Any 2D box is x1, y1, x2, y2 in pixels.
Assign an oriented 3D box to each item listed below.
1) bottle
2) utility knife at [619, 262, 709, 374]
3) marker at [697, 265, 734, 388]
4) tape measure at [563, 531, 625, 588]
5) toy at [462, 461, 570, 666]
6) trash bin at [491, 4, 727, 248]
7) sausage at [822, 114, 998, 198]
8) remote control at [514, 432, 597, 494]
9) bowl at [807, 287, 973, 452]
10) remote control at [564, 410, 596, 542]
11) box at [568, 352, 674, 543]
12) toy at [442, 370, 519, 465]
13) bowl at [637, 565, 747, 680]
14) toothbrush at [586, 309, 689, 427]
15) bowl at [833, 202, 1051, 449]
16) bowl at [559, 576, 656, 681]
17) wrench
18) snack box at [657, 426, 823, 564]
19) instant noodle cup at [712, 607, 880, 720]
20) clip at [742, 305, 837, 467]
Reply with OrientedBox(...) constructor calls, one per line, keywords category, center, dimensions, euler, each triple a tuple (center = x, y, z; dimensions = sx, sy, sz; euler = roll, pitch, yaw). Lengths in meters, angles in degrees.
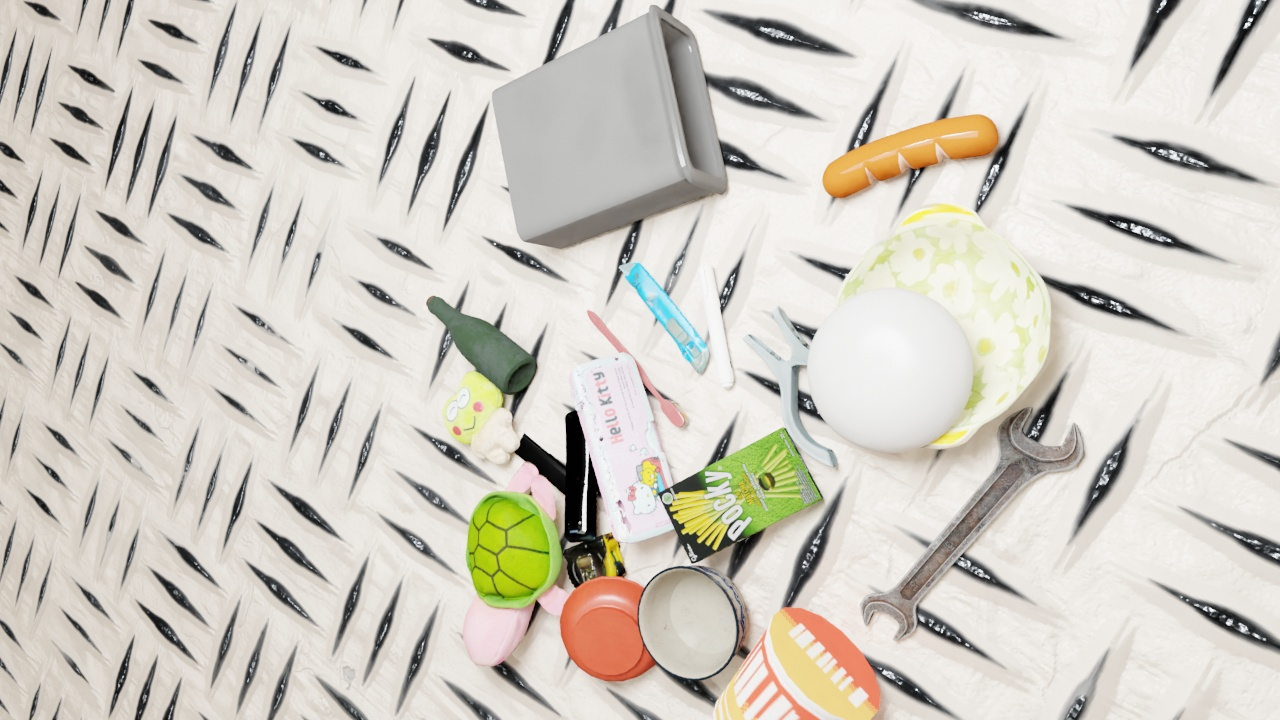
OrientedBox(category="bottle", center=(-0.202, -0.028, 1.116), dimensions=(0.174, 0.055, 0.055), euler=(38, 107, 26))
OrientedBox(category="utility knife", center=(0.027, -0.052, 1.008), dimensions=(0.031, 0.015, 0.158), euler=(-45, 68, 17))
OrientedBox(category="marker", center=(0.080, -0.036, 0.973), dimensions=(0.017, 0.020, 0.133), euler=(-13, 83, 27))
OrientedBox(category="tape measure", center=(-0.053, 0.234, 1.036), dimensions=(0.067, 0.038, 0.062), euler=(-24, 78, 27))
OrientedBox(category="toy", center=(-0.153, 0.237, 1.066), dimensions=(0.190, 0.087, 0.238), euler=(22, 101, 35))
OrientedBox(category="trash bin", center=(-0.038, -0.243, 1.000), dimensions=(0.220, 0.097, 0.191), euler=(-16, 82, 30))
OrientedBox(category="sausage", center=(0.250, -0.194, 0.866), dimensions=(0.165, 0.039, 0.044), euler=(-14, 83, 29))
OrientedBox(category="remote control", center=(-0.103, 0.131, 1.081), dimensions=(0.124, 0.011, 0.028), euler=(36, 106, 25))
OrientedBox(category="bowl", center=(0.214, 0.008, 0.814), dimensions=(0.150, 0.043, 0.149), euler=(-1, 89, 30))
OrientedBox(category="remote control", center=(-0.071, 0.130, 1.045), dimensions=(0.041, 0.020, 0.151), euler=(-13, 69, 31))
OrientedBox(category="box", center=(-0.019, 0.094, 0.988), dimensions=(0.045, 0.086, 0.202), euler=(-28, 77, 62))
OrientedBox(category="toy", center=(-0.191, 0.074, 1.113), dimensions=(0.115, 0.046, 0.092), euler=(47, 113, 19))
OrientedBox(category="bowl", center=(0.061, 0.268, 0.959), dimensions=(0.116, 0.059, 0.115), euler=(0, 89, 30))
OrientedBox(category="toothbrush", center=(-0.006, 0.006, 1.028), dimensions=(0.015, 0.015, 0.184), euler=(-50, 65, 20))
OrientedBox(category="bowl", center=(0.276, -0.030, 0.839), dimensions=(0.189, 0.060, 0.219), euler=(2, 90, 30))
OrientedBox(category="bowl", center=(-0.032, 0.299, 1.000), dimensions=(0.122, 0.035, 0.122), euler=(1, 99, 8))
OrientedBox(category="wrench", center=(0.300, 0.156, 0.851), dimensions=(0.070, 0.010, 0.274), euler=(42, 109, 23))
OrientedBox(category="snack box", center=(0.101, 0.138, 0.936), dimensions=(0.148, 0.025, 0.080), euler=(-30, 75, 12))
OrientedBox(category="instant noodle cup", center=(0.142, 0.327, 0.884), dimensions=(0.123, 0.123, 0.121), euler=(45, 118, 22))
OrientedBox(category="clip", center=(0.153, 0.043, 0.926), dimensions=(0.172, 0.029, 0.143), euler=(44, 108, 24))
